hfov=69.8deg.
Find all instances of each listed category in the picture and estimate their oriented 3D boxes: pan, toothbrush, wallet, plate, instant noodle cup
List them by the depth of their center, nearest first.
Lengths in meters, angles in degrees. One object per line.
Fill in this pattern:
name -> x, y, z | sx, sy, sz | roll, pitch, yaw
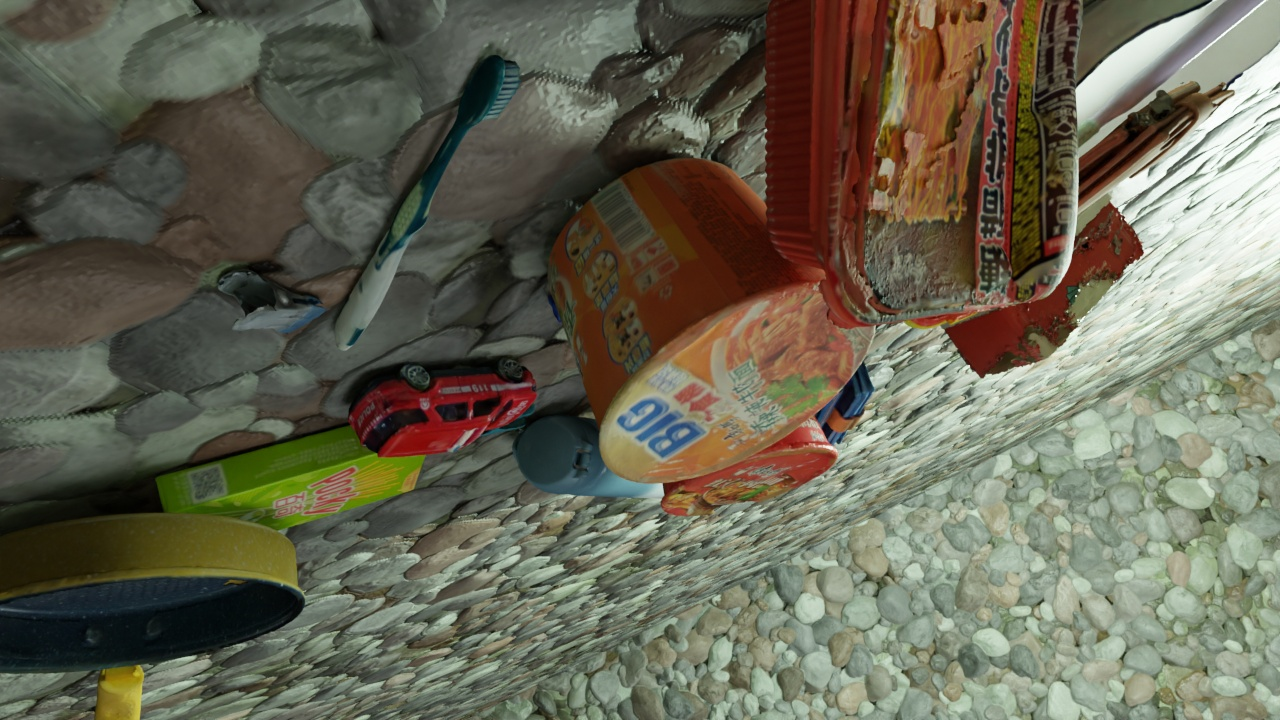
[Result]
instant noodle cup -> 0.117, -0.101, 0.392 | 0.188, 0.164, 0.079 | -8, -168, -41
toothbrush -> -0.099, -0.060, 0.403 | 0.018, 0.016, 0.192 | -21, 161, -46
instant noodle cup -> 0.027, -0.024, 0.475 | 0.151, 0.111, 0.152 | -21, 148, -14
toothbrush -> 0.275, -0.154, 0.495 | 0.029, 0.021, 0.190 | 29, 127, -27
wallet -> 0.272, -0.115, 0.528 | 0.131, 0.031, 0.108 | -30, 170, -41
plate -> 0.298, -0.169, 0.579 | 0.204, 0.045, 0.205 | -24, 160, -9
pan -> -0.337, 0.196, 0.598 | 0.197, 0.078, 0.359 | 2, 150, -30
instant noodle cup -> 0.068, 0.044, 0.700 | 0.138, 0.108, 0.138 | -13, 157, -6
wallet -> 0.144, 0.003, 0.721 | 0.040, 0.106, 0.133 | -13, 158, -4

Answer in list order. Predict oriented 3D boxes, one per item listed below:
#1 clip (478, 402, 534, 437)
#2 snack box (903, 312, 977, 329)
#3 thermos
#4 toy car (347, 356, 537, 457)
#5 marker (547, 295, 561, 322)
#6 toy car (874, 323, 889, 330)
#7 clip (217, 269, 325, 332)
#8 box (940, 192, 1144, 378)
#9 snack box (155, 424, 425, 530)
clip -> -0.102, 0.042, 0.649 | 0.056, 0.014, 0.041 | -13, 155, -36
snack box -> 0.221, -0.075, 0.665 | 0.091, 0.082, 0.080 | -19, 151, -37
thermos -> -0.024, 0.083, 0.773 | 0.070, 0.070, 0.220 | -34, 158, 19
toy car -> -0.116, 0.030, 0.560 | 0.120, 0.045, 0.053 | -9, 155, -45
marker -> 0.015, -0.058, 0.544 | 0.145, 0.017, 0.017 | -23, 159, -9
toy car -> 0.217, -0.056, 0.758 | 0.155, 0.041, 0.071 | -17, 158, -35
clip -> -0.163, -0.022, 0.409 | 0.024, 0.028, 0.056 | -27, 170, 6
box -> 0.334, -0.057, 0.751 | 0.168, 0.078, 0.091 | -40, -176, -25
snack box -> -0.214, 0.077, 0.577 | 0.156, 0.026, 0.086 | -15, 158, -30
